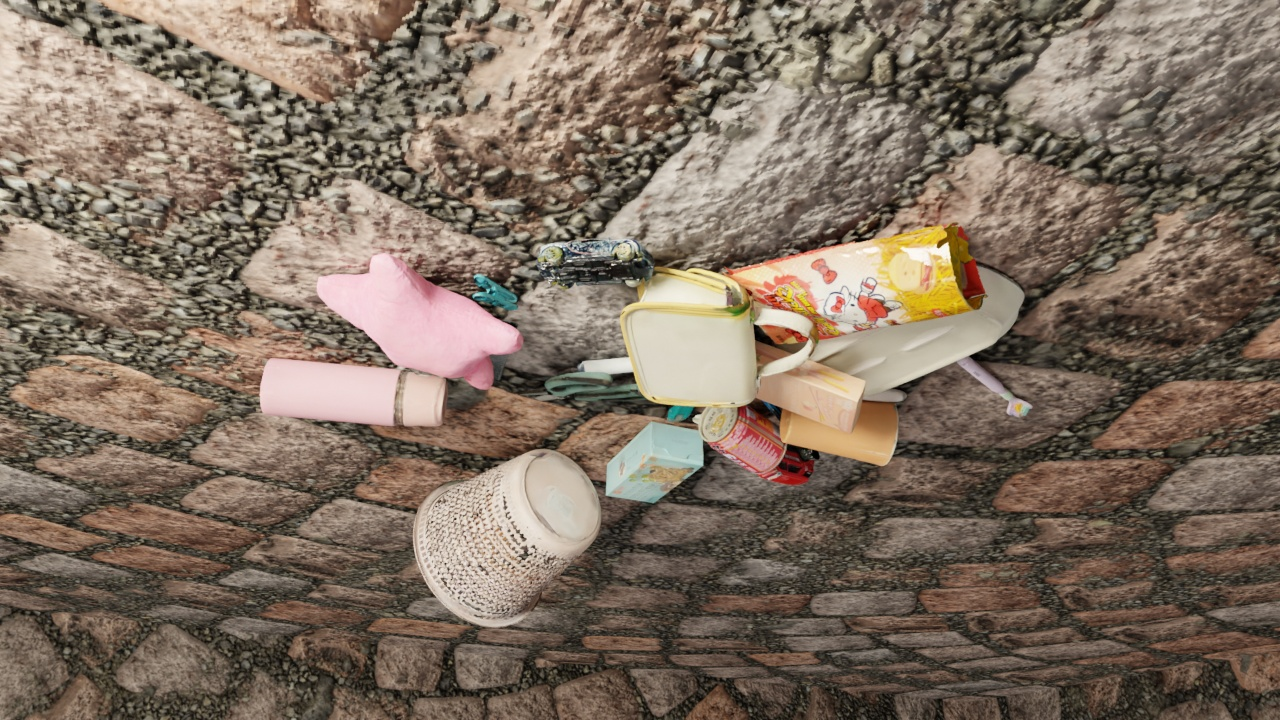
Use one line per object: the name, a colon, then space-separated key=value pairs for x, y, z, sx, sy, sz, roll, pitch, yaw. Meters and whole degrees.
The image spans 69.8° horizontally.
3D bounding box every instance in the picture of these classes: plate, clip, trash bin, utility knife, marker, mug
plate: x=0.255 y=-0.017 z=0.929 sx=0.162 sy=0.034 sz=0.267 roll=21 pitch=147 yaw=-32
clip: x=-0.140 y=-0.063 z=0.885 sx=0.015 sy=0.048 sz=0.057 roll=-19 pitch=150 yaw=33
trash bin: x=-0.168 y=0.229 z=1.272 sx=0.227 sy=0.227 sz=0.193 roll=24 pitch=133 yaw=-36
utility knife: x=0.059 y=0.030 z=1.056 sx=0.029 sy=0.013 sz=0.210 roll=1 pitch=153 yaw=-9
marker: x=-0.006 y=0.006 z=1.007 sx=0.131 sy=0.022 sz=0.018 roll=-6 pitch=151 yaw=12
mug: x=0.230 y=0.075 z=1.074 sx=0.123 sy=0.078 sz=0.078 roll=9 pitch=152 yaw=-3

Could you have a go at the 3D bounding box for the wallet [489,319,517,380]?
wallet: x=-0.188 y=-0.017 z=0.982 sx=0.097 sy=0.019 sz=0.121 roll=10 pitch=150 yaw=-13

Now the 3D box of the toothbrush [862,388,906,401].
toothbrush: x=0.217 y=0.036 z=1.052 sx=0.180 sy=0.016 sz=0.016 roll=3 pitch=-178 yaw=-3

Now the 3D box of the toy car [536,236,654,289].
toy car: x=-0.039 y=-0.088 z=0.815 sx=0.106 sy=0.031 sz=0.049 roll=-1 pitch=153 yaw=9

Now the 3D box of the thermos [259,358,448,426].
thermos: x=-0.323 y=0.038 z=1.055 sx=0.198 sy=0.067 sz=0.087 roll=4 pitch=-176 yaw=-8

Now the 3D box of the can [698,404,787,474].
can: x=0.122 y=0.089 z=1.102 sx=0.067 sy=0.066 sz=0.093 roll=-24 pitch=136 yaw=40

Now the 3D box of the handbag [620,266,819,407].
handbag: x=0.080 y=-0.019 z=0.874 sx=0.179 sy=0.063 sz=0.163 roll=6 pitch=147 yaw=14

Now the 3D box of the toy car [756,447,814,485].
toy car: x=0.178 y=0.134 z=1.219 sx=0.120 sy=0.045 sz=0.053 roll=20 pitch=146 yaw=-27

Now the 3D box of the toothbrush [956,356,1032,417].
toothbrush: x=0.389 y=0.028 z=1.014 sx=0.029 sy=0.021 sz=0.189 roll=-26 pitch=145 yaw=31

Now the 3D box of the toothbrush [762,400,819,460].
toothbrush: x=0.180 y=0.080 z=1.127 sx=0.016 sy=0.014 sz=0.189 roll=-8 pitch=145 yaw=32

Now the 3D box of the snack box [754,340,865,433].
snack box: x=0.153 y=0.022 z=0.956 sx=0.157 sy=0.026 sz=0.084 roll=21 pitch=157 yaw=17

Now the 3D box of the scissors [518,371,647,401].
scissors: x=-0.058 y=0.037 z=1.061 sx=0.169 sy=0.019 sz=0.178 roll=8 pitch=166 yaw=-32

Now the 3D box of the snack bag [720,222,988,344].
snack bag: x=0.189 y=-0.064 z=0.821 sx=0.208 sy=0.073 sz=0.128 roll=-12 pitch=144 yaw=36

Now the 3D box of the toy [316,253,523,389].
toy: x=-0.218 y=-0.034 z=0.884 sx=0.194 sy=0.074 sz=0.179 roll=30 pitch=149 yaw=-15

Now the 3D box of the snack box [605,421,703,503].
snack box: x=0.016 y=0.140 z=1.231 sx=0.074 sy=0.051 sz=0.175 roll=11 pitch=151 yaw=-19

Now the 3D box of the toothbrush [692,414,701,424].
toothbrush: x=0.152 y=0.090 z=1.166 sx=0.187 sy=0.016 sz=0.017 roll=11 pitch=161 yaw=-18
